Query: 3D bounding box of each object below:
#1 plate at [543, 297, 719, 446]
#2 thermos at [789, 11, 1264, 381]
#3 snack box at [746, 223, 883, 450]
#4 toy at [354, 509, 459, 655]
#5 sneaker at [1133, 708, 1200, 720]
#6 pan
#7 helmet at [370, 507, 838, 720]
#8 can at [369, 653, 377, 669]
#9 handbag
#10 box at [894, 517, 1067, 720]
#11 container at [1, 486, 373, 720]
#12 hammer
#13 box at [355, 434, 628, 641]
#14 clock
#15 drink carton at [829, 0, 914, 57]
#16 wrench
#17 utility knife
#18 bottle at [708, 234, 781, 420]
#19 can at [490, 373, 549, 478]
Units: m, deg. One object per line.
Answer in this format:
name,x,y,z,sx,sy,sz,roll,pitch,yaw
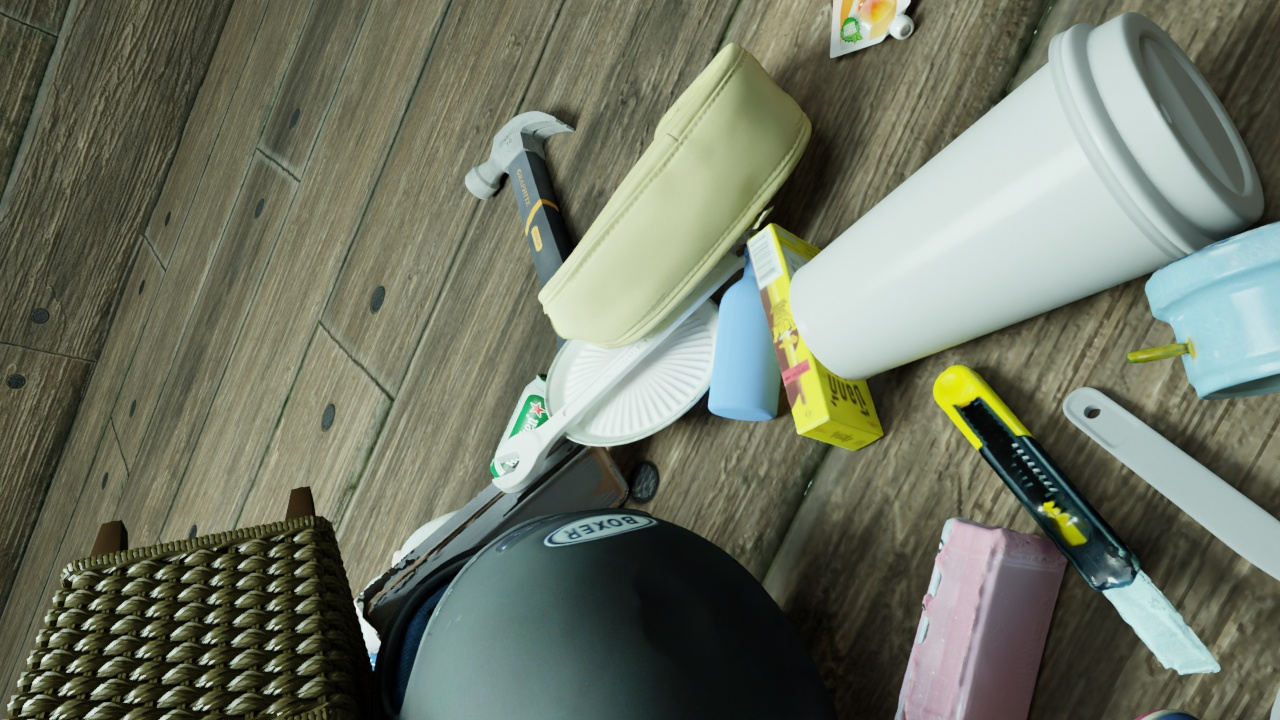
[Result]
plate,-0.004,0.004,0.710,0.157,0.014,0.156,-19,43,18
thermos,0.188,-0.069,0.496,0.223,0.131,0.131,-34,52,45
snack box,0.112,-0.017,0.598,0.026,0.061,0.148,-34,53,35
toy,-0.182,0.202,0.791,0.180,0.101,0.138,-27,43,15
sneaker,0.252,0.248,0.327,0.091,0.116,0.241,120,143,-58
pan,0.294,0.111,0.353,0.201,0.051,0.356,-48,30,11
helmet,-0.020,0.201,0.516,0.316,0.248,0.237,58,141,36
can,-0.208,0.283,0.827,0.146,0.078,0.079,27,96,49
handbag,0.018,-0.109,0.689,0.232,0.088,0.191,-55,14,-6
box,0.154,0.195,0.453,0.037,0.098,0.232,12,87,45
container,-0.261,0.257,0.615,0.204,0.176,0.322,-115,20,-48
hammer,-0.096,-0.119,0.888,0.140,0.035,0.312,-41,50,29
box,-0.108,0.141,0.702,0.216,0.081,0.063,-41,42,-16
clock,0.290,-0.028,0.366,0.162,0.117,0.060,-23,71,48
drink carton,0.168,-0.283,0.661,0.069,0.038,0.122,-2,81,48
wrench,-0.009,-0.001,0.688,0.273,0.009,0.047,-43,38,-1
utility knife,0.208,0.071,0.461,0.029,0.020,0.213,-53,33,21
bottle,0.079,-0.025,0.648,0.048,0.048,0.131,-6,72,47
can,-0.090,0.066,0.797,0.053,0.053,0.101,35,103,48
